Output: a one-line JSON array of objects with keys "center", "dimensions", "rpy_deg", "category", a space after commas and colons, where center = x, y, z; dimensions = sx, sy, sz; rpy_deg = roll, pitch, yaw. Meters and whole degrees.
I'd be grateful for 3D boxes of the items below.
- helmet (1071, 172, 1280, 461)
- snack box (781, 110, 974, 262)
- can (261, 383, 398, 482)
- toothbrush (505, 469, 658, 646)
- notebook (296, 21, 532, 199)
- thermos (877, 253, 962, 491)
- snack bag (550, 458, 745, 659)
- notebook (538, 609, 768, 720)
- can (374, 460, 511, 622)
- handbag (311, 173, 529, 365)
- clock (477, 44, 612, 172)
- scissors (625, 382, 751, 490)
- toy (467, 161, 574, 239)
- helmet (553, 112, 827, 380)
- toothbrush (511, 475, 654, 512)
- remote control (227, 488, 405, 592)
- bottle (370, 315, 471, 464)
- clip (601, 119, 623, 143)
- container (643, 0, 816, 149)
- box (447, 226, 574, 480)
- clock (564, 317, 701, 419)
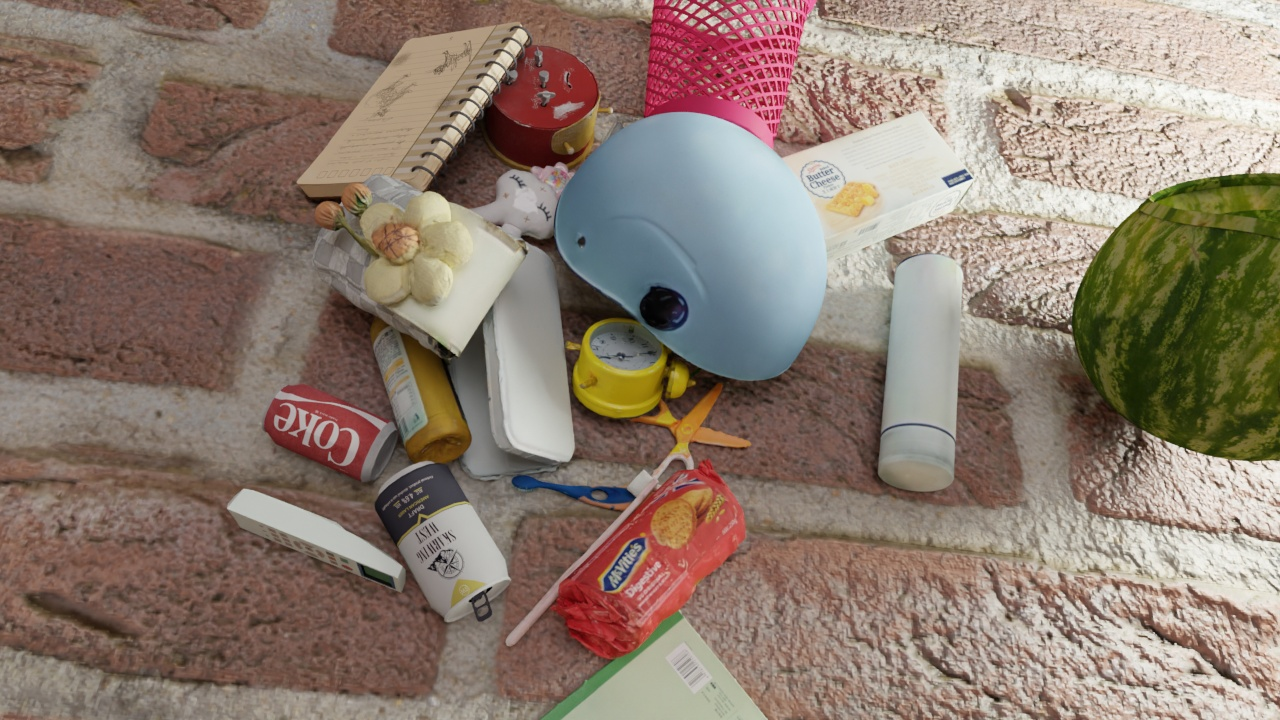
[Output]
[{"center": [0.528, -0.032, 0.839], "dimensions": [0.244, 0.247, 0.212], "rpy_deg": [9, 29, 39], "category": "helmet"}, {"center": [0.235, -0.181, 0.961], "dimensions": [0.207, 0.058, 0.104], "rpy_deg": [-23, 69, -21], "category": "snack box"}, {"center": [-0.251, 0.057, 0.743], "dimensions": [0.096, 0.054, 0.053], "rpy_deg": [23, 61, 1], "category": "can"}, {"center": [-0.048, 0.158, 0.745], "dimensions": [0.018, 0.016, 0.180], "rpy_deg": [39, 68, 10], "category": "toothbrush"}, {"center": [-0.211, -0.241, 0.874], "dimensions": [0.168, 0.024, 0.224], "rpy_deg": [5, 55, 31], "category": "notebook"}, {"center": [0.265, 0.008, 0.864], "dimensions": [0.068, 0.068, 0.229], "rpy_deg": [16, 61, -3], "category": "thermos"}, {"center": [0.012, 0.160, 0.730], "dimensions": [0.082, 0.082, 0.176], "rpy_deg": [42, 64, 12], "category": "snack bag"}, {"center": [-0.008, 0.329, 0.675], "dimensions": [0.252, 0.010, 0.182], "rpy_deg": [-34, 74, -25], "category": "notebook"}, {"center": [-0.151, 0.144, 0.712], "dimensions": [0.064, 0.064, 0.127], "rpy_deg": [-28, 71, -23], "category": "can"}, {"center": [-0.193, -0.088, 0.730], "dimensions": [0.171, 0.123, 0.112], "rpy_deg": [28, 80, 28], "category": "handbag"}, {"center": [-0.113, -0.268, 0.924], "dimensions": [0.159, 0.081, 0.116], "rpy_deg": [34, 62, 7], "category": "clock"}, {"center": [0.038, 0.068, 0.818], "dimensions": [0.125, 0.011, 0.128], "rpy_deg": [12, 62, -3], "category": "scissors"}, {"center": [-0.111, -0.147, 0.881], "dimensions": [0.125, 0.037, 0.076], "rpy_deg": [-39, 84, -13], "category": "toy"}, {"center": [0.062, -0.110, 0.814], "dimensions": [0.265, 0.167, 0.224], "rpy_deg": [45, 41, 3], "category": "helmet"}, {"center": [-0.043, 0.113, 0.779], "dimensions": [0.135, 0.017, 0.021], "rpy_deg": [9, 65, -9], "category": "toothbrush"}, {"center": [-0.246, 0.136, 0.705], "dimensions": [0.143, 0.050, 0.024], "rpy_deg": [22, 61, 0], "category": "remote control"}, {"center": [-0.195, 0.000, 0.779], "dimensions": [0.053, 0.053, 0.186], "rpy_deg": [-16, 58, -18], "category": "bottle"}, {"center": [-0.039, -0.192, 0.918], "dimensions": [0.038, 0.102, 0.054], "rpy_deg": [35, 18, 3], "category": "clip"}, {"center": [0.081, -0.305, 0.940], "dimensions": [0.183, 0.183, 0.225], "rpy_deg": [12, 69, -5], "category": "container"}, {"center": [-0.127, 0.004, 0.810], "dimensions": [0.107, 0.110, 0.216], "rpy_deg": [24, 52, -49], "category": "box"}, {"center": [-0.005, 0.005, 0.810], "dimensions": [0.118, 0.057, 0.083], "rpy_deg": [-5, 45, -19], "category": "clock"}]
